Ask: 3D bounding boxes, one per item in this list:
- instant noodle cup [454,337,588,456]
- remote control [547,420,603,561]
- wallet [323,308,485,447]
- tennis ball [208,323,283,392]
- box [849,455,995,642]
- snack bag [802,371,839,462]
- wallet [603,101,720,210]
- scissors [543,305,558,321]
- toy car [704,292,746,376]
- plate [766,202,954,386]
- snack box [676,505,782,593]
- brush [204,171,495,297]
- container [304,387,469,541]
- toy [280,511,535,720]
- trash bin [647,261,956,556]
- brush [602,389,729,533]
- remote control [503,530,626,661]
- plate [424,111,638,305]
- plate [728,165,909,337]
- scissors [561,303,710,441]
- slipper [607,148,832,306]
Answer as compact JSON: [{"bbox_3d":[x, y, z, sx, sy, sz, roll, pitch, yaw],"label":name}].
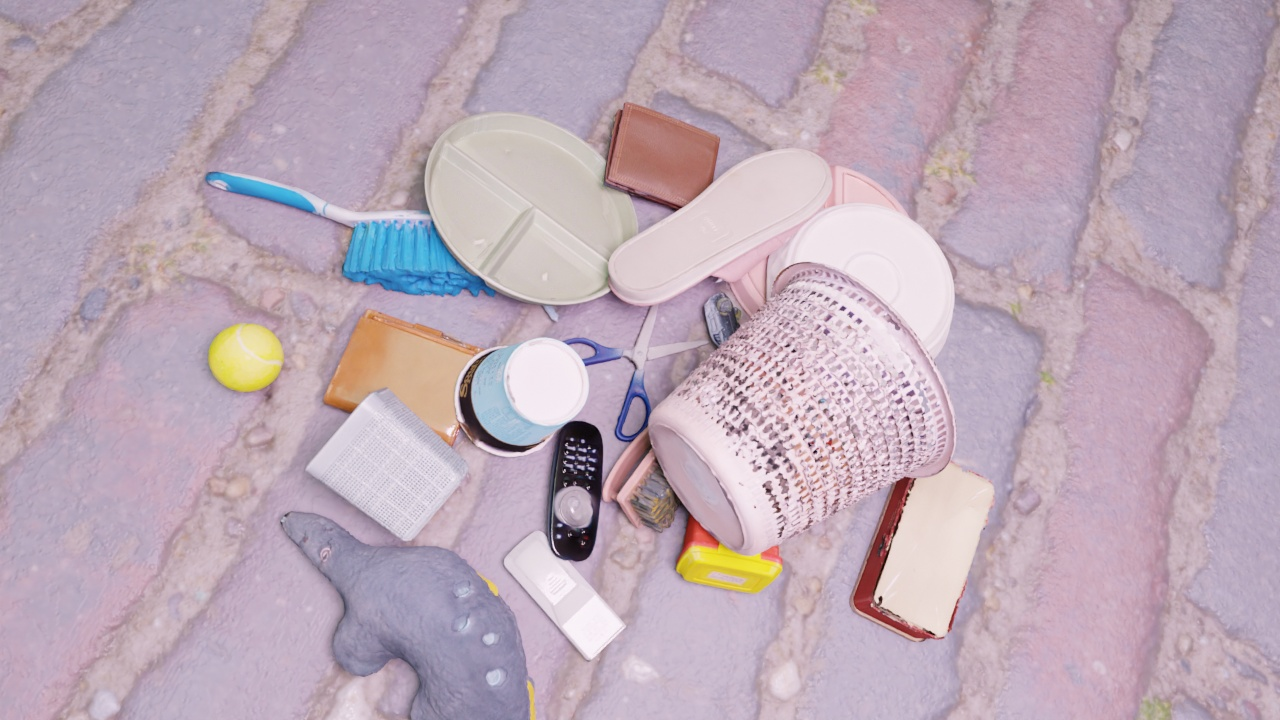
[{"bbox_3d":[-0.105,0.030,0.849,0.111,0.121,0.111,5,78,-24],"label":"instant noodle cup"},{"bbox_3d":[-0.064,0.126,0.886,0.053,0.024,0.136,14,68,-23],"label":"remote control"},{"bbox_3d":[-0.227,0.015,0.898,0.132,0.031,0.107,19,73,-3],"label":"wallet"},{"bbox_3d":[-0.371,-0.003,0.864,0.065,0.066,0.065,2,72,-8],"label":"tennis ball"},{"bbox_3d":[0.280,0.181,0.893,0.091,0.077,0.168,26,71,1],"label":"box"},{"bbox_3d":[0.181,0.053,0.946,0.048,0.026,0.104,-6,72,-17],"label":"snack bag"},{"bbox_3d":[0.024,-0.215,0.999,0.124,0.032,0.101,17,70,-17],"label":"wallet"},{"bbox_3d":[-0.112,-0.101,0.953,0.137,0.017,0.093,31,81,9],"label":"scissors"},{"bbox_3d":[0.091,-0.026,0.952,0.034,0.043,0.090,-19,71,14],"label":"toy car"},{"bbox_3d":[0.234,-0.075,0.956,0.205,0.046,0.204,2,73,-8],"label":"plate"},{"bbox_3d":[0.085,0.170,0.871,0.091,0.082,0.080,12,57,-5],"label":"snack box"},{"bbox_3d":[-0.290,-0.130,0.926,0.314,0.061,0.109,4,71,-2],"label":"brush"},{"bbox_3d":[-0.222,0.095,0.830,0.111,0.090,0.090,41,89,-4],"label":"container"},{"bbox_3d":[-0.182,0.245,0.807,0.138,0.091,0.356,-45,81,10],"label":"toy"},{"bbox_3d":[0.123,0.057,0.800,0.191,0.228,0.227,-33,80,-18],"label":"trash bin"},{"bbox_3d":[0.027,0.091,0.897,0.073,0.063,0.145,23,66,32],"label":"brush"},{"bbox_3d":[-0.073,0.218,0.858,0.049,0.024,0.125,-41,83,-17],"label":"remote control"},{"bbox_3d":[-0.109,-0.153,0.934,0.230,0.028,0.229,14,59,-24],"label":"plate"},{"bbox_3d":[0.204,-0.118,1.004,0.229,0.028,0.229,2,73,-8],"label":"plate"},{"bbox_3d":[-0.010,0.004,0.943,0.175,0.012,0.162,-2,72,-10],"label":"scissors"},{"bbox_3d":[0.086,-0.133,0.947,0.274,0.054,0.114,-35,55,-18],"label":"slipper"}]
